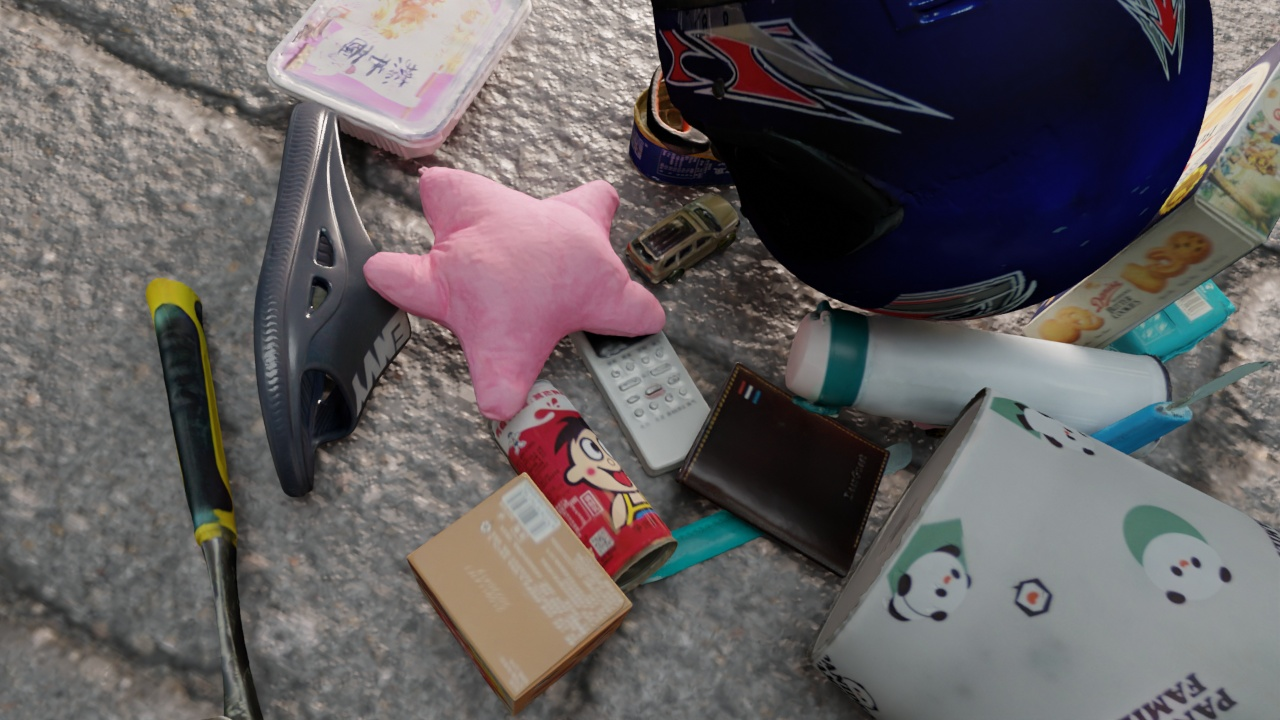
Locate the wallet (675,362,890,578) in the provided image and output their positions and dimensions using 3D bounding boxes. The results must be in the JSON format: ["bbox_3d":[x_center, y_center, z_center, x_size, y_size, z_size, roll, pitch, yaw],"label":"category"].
[{"bbox_3d":[0.094,0.068,0.589,0.122,0.020,0.096,30,62,0],"label":"wallet"}]

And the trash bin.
[{"bbox_3d":[0.243,0.157,0.481,0.252,0.230,0.229,33,65,15],"label":"trash bin"}]

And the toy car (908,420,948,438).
[{"bbox_3d":[0.241,0.027,0.636,0.122,0.037,0.056,6,66,-6],"label":"toy car"}]

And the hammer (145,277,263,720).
[{"bbox_3d":[-0.240,0.087,0.512,0.032,0.126,0.323,-18,58,-14],"label":"hammer"}]

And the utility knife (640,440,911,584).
[{"bbox_3d":[0.085,0.095,0.594,0.223,0.013,0.029,-20,69,-17],"label":"utility knife"}]

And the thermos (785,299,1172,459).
[{"bbox_3d":[0.207,0.014,0.583,0.224,0.073,0.073,9,64,1],"label":"thermos"}]

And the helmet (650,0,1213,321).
[{"bbox_3d":[0.155,-0.148,0.541,0.246,0.240,0.316,-32,29,-23],"label":"helmet"}]

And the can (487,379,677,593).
[{"bbox_3d":[-0.038,0.075,0.557,0.053,0.053,0.132,-31,65,-20],"label":"can"}]

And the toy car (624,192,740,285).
[{"bbox_3d":[0.034,-0.091,0.664,0.090,0.035,0.042,-34,75,-23],"label":"toy car"}]

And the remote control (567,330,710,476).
[{"bbox_3d":[-0.004,0.004,0.621,0.058,0.021,0.150,-25,71,-18],"label":"remote control"}]

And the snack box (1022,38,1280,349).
[{"bbox_3d":[0.343,-0.101,0.574,0.046,0.178,0.182,39,69,9],"label":"snack box"}]

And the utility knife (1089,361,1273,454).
[{"bbox_3d":[0.277,0.050,0.545,0.034,0.195,0.018,14,51,-30],"label":"utility knife"}]

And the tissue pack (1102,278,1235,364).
[{"bbox_3d":[0.359,-0.057,0.684,0.093,0.050,0.133,-24,70,-15],"label":"tissue pack"}]

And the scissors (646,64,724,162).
[{"bbox_3d":[0.058,-0.240,0.693,0.143,0.022,0.234,24,60,-4],"label":"scissors"}]

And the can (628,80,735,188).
[{"bbox_3d":[0.065,-0.175,0.699,0.148,0.049,0.074,-7,66,-11],"label":"can"}]

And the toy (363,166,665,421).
[{"bbox_3d":[-0.076,-0.066,0.586,0.194,0.075,0.178,-34,79,-37],"label":"toy"}]

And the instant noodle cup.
[{"bbox_3d":[-0.174,-0.226,0.685,0.138,0.060,0.173,24,65,3],"label":"instant noodle cup"}]

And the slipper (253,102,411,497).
[{"bbox_3d":[-0.186,-0.049,0.574,0.083,0.111,0.267,0,61,-11],"label":"slipper"}]

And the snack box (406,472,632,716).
[{"bbox_3d":[-0.068,0.132,0.510,0.077,0.094,0.093,-36,74,-21],"label":"snack box"}]
